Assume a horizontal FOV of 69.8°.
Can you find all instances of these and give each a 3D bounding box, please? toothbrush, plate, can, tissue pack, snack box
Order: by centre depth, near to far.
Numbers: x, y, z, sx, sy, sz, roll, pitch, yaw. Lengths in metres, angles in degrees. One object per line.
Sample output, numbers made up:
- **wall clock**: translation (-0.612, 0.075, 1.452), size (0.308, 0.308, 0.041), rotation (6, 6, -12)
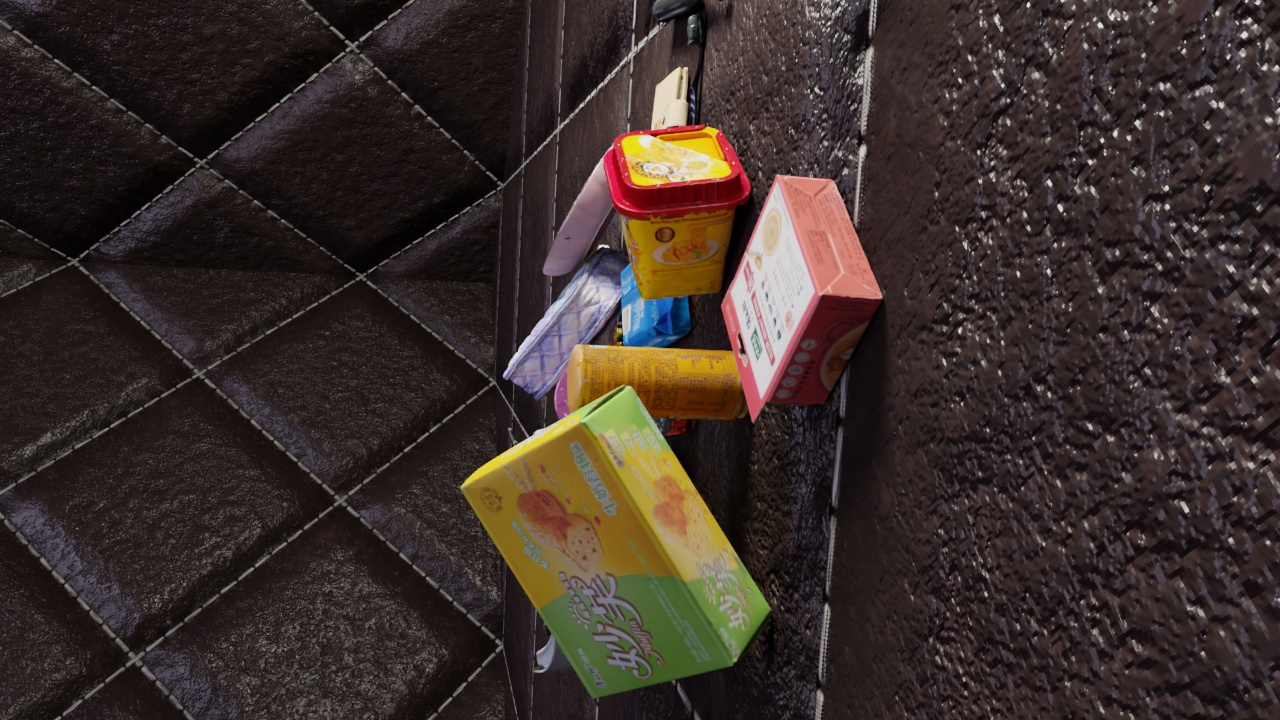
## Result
- **snack box**: translation (0.102, -0.038, 0.611), size (0.127, 0.044, 0.113), rotation (109, 158, -47)
- **snack box**: translation (-0.022, 0.144, 0.706), size (0.158, 0.069, 0.210), rotation (-30, 93, 39)
- **can**: translation (0.015, 0.018, 0.749), size (0.058, 0.146, 0.058), rotation (-178, 91, -77)
- **toothbrush**: translation (0.052, -0.250, 0.917), size (0.014, 0.016, 0.189), rotation (-145, 57, -74)
- **toothbrush**: translation (0.050, -0.361, 0.920), size (0.027, 0.026, 0.212), rotation (60, 176, -20)
- **tissue pack**: translation (0.017, -0.062, 0.957), size (0.157, 0.052, 0.095), rotation (150, 119, -75)
- **plate**: translation (-0.057, -0.181, 1.127), size (0.192, 0.039, 0.192), rotation (-59, 3, 4)

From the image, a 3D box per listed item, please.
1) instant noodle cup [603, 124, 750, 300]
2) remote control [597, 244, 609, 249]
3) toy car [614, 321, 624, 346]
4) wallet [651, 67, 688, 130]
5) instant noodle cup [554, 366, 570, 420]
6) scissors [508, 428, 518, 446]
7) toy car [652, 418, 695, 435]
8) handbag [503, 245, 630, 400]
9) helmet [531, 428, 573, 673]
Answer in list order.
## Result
- **instant noodle cup**: translation (0.030, -0.126, 0.808), size (0.116, 0.116, 0.124), rotation (-103, 9, -47)
- **remote control**: translation (-0.045, -0.121, 1.293), size (0.136, 0.020, 0.056), rotation (-118, 32, -64)
- **toy car**: translation (-0.006, 0.006, 1.049), size (0.031, 0.049, 0.106), rotation (123, 146, -67)
- **wallet**: translation (0.029, -0.249, 0.984), size (0.087, 0.024, 0.115), rotation (174, 104, -71)
- **instant noodle cup**: translation (-0.049, 0.047, 1.119), size (0.099, 0.111, 0.111), rotation (173, 99, -84)
- **scissors**: translation (-0.121, 0.153, 1.045), size (0.234, 0.021, 0.162), rotation (68, 167, -19)
- **toy car**: translation (0.021, 0.050, 0.935), size (0.121, 0.045, 0.053), rotation (-174, 88, -71)
- **handbag**: translation (-0.086, -0.041, 1.151), size (0.194, 0.075, 0.133), rotation (-48, 10, 31)
- **helmet**: translation (-0.028, 0.174, 0.903), size (0.258, 0.146, 0.229), rotation (-80, -11, -70)
